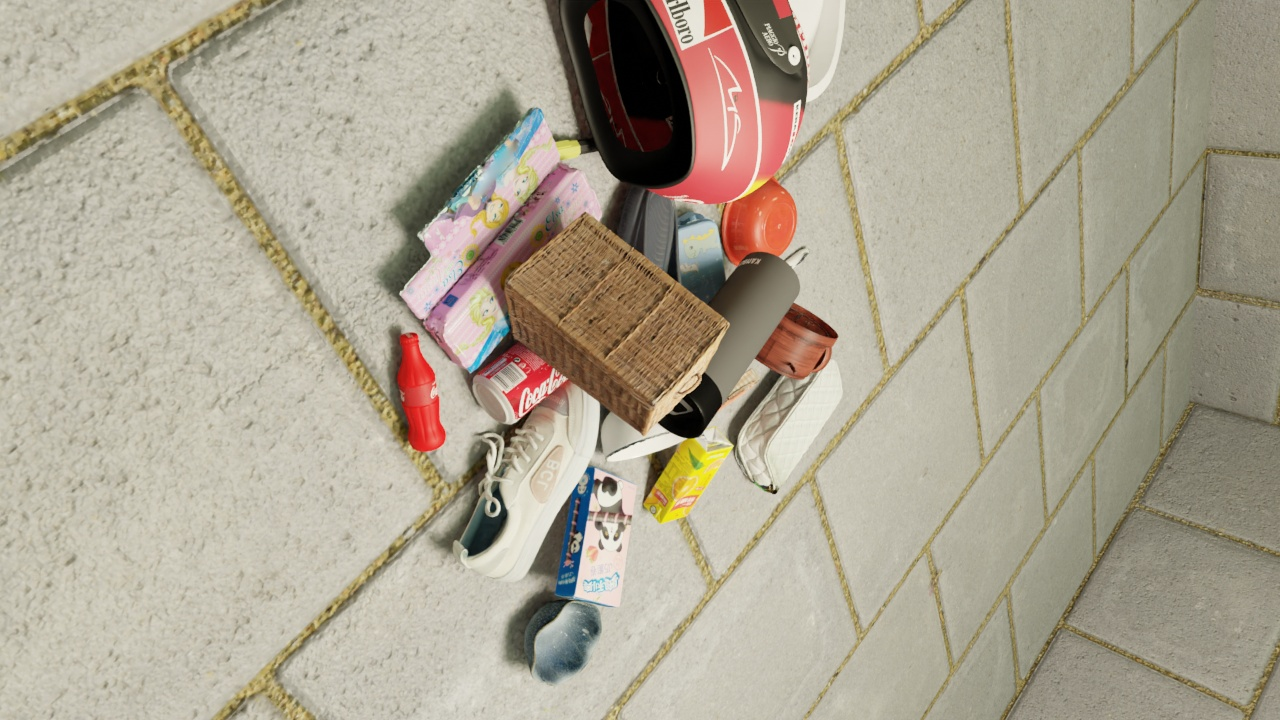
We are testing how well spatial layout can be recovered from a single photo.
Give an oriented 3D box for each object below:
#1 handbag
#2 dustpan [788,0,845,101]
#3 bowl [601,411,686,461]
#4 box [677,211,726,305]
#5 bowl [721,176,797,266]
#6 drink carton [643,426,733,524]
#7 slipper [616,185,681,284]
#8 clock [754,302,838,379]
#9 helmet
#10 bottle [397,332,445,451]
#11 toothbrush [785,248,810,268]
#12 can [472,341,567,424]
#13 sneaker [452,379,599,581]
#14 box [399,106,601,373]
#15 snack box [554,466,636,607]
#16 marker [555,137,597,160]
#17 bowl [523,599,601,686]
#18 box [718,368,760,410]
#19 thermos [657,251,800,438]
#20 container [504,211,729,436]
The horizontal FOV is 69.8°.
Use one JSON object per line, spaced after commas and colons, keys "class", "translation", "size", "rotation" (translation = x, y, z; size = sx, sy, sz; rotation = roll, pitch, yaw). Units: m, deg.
{"class": "handbag", "translation": [0.217, 0.086, 1.342], "size": [0.194, 0.072, 0.139], "rotation": [-50, 143, -21]}
{"class": "dustpan", "translation": [0.193, -0.450, 1.119], "size": [0.191, 0.053, 0.258], "rotation": [-2, 106, -46]}
{"class": "bowl", "translation": [0.003, 0.075, 1.098], "size": [0.113, 0.114, 0.063], "rotation": [-3, 69, -46]}
{"class": "box", "translation": [0.081, -0.080, 1.144], "size": [0.068, 0.059, 0.210], "rotation": [-35, 127, -30]}
{"class": "bowl", "translation": [0.164, -0.180, 1.201], "size": [0.130, 0.045, 0.131], "rotation": [-19, 119, -40]}
{"class": "drink carton", "translation": [0.059, 0.149, 1.187], "size": [0.058, 0.043, 0.135], "rotation": [-7, 135, -46]}
{"class": "slipper", "translation": [0.016, -0.072, 1.025], "size": [0.110, 0.083, 0.268], "rotation": [24, 74, -58]}
{"class": "clock", "translation": [0.197, -0.032, 1.223], "size": [0.072, 0.120, 0.157], "rotation": [-62, 164, 18]}
{"class": "helmet", "translation": [0.063, -0.298, 0.939], "size": [0.224, 0.198, 0.271], "rotation": [-34, 118, -33]}
{"class": "bottle", "translation": [-0.216, 0.030, 0.893], "size": [0.036, 0.036, 0.119], "rotation": [-25, 121, -38]}
{"class": "toothbrush", "translation": [0.178, -0.108, 1.264], "size": [0.188, 0.017, 0.016], "rotation": [-37, 128, -30]}
{"class": "can", "translation": [-0.120, 0.014, 0.965], "size": [0.104, 0.064, 0.064], "rotation": [-40, 130, -29]}
{"class": "sneaker", "translation": [-0.125, 0.118, 0.983], "size": [0.090, 0.090, 0.242], "rotation": [29, 84, -46]}
{"class": "box", "translation": [-0.133, -0.117, 0.899], "size": [0.230, 0.035, 0.159], "rotation": [-53, 149, -18]}
{"class": "snack box", "translation": [-0.051, 0.213, 1.101], "size": [0.088, 0.033, 0.154], "rotation": [31, 61, -47]}
{"class": "marker", "translation": [-0.059, -0.227, 0.968], "size": [0.123, 0.021, 0.017], "rotation": [-22, 76, -41]}
{"class": "bowl", "translation": [-0.103, 0.333, 1.114], "size": [0.110, 0.055, 0.110], "rotation": [-20, 119, -40]}
{"class": "box", "translation": [0.080, 0.051, 1.218], "size": [0.187, 0.064, 0.056], "rotation": [-30, 160, -39]}
{"class": "thermos", "translation": [0.097, -0.022, 1.067], "size": [0.239, 0.082, 0.082], "rotation": [-52, 136, -33]}
{"class": "container", "translation": [-0.027, -0.030, 0.899], "size": [0.113, 0.198, 0.113], "rotation": [-47, 167, -23]}
